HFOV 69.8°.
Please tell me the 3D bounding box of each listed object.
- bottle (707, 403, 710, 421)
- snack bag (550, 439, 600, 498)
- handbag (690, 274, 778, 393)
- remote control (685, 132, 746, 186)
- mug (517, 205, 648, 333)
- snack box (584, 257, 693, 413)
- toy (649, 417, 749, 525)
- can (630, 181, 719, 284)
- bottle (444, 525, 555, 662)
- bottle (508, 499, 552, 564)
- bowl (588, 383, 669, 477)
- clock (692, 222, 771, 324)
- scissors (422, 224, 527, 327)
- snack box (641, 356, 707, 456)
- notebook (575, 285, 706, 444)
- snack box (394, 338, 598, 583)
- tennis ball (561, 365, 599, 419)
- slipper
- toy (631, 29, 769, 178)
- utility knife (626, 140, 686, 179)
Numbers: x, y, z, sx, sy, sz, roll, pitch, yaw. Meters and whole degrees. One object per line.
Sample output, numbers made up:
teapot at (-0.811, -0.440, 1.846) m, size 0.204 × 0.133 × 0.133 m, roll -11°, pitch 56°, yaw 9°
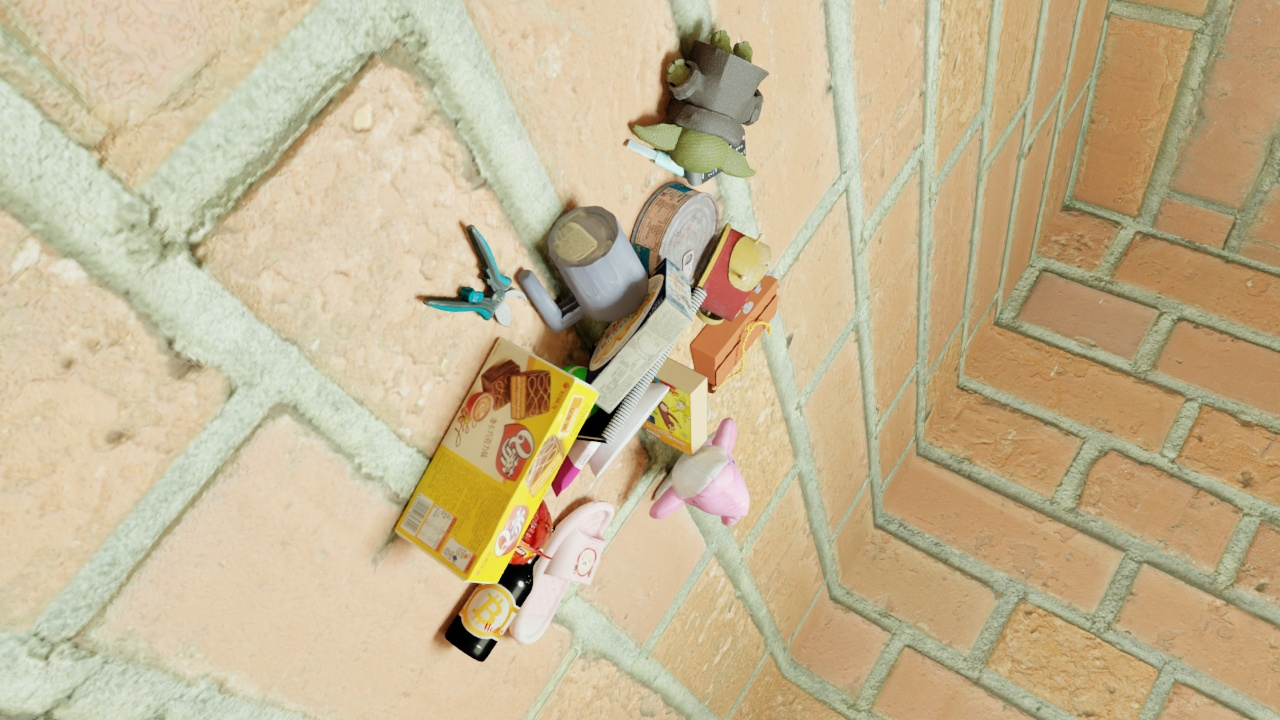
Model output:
bottle at (0.077, 0.065, 1.371) m, size 0.044 × 0.044 × 0.136 m, roll -54°, pitch 151°, yaw -16°
snack bag at (-0.048, 0.078, 1.114) m, size 0.196 × 0.016 × 0.070 m, roll -54°, pitch -163°, yaw -1°
handbag at (0.152, -0.039, 1.398) m, size 0.171 × 0.060 × 0.109 m, roll -50°, pitch 154°, yaw -24°
remote control at (0.098, -0.254, 1.142) m, size 0.146 × 0.015 × 0.033 m, roll -41°, pitch 133°, yaw -47°
mug at (-0.062, -0.092, 0.977) m, size 0.124 × 0.083 × 0.104 m, roll -32°, pitch 147°, yaw -1°
snack box at (-0.002, -0.031, 1.032) m, size 0.145 × 0.042 × 0.144 m, roll -49°, pitch -165°, yaw 19°
toy at (0.103, 0.185, 1.351) m, size 0.186 × 0.128 × 0.266 m, roll -46°, pitch -176°, yaw -4°
can at (0.043, -0.150, 1.126) m, size 0.129 × 0.044 × 0.130 m, roll -40°, pitch 145°, yaw -37°
bottle at (-0.164, 0.276, 1.126) m, size 0.181 × 0.059 × 0.059 m, roll -56°, pitch 151°, yaw -14°
bottle at (-0.152, 0.187, 1.032) m, size 0.099 × 0.099 × 0.111 m, roll -58°, pitch 149°, yaw -10°
bowl at (-0.025, 0.080, 1.184) m, size 0.149 × 0.043 × 0.149 m, roll -51°, pitch 176°, yaw -5°
clock at (0.120, -0.104, 1.222) m, size 0.116 × 0.081 × 0.159 m, roll -65°, pitch -177°, yaw -26°
scissors at (-0.153, -0.076, 0.885) m, size 0.154 × 0.019 × 0.125 m, roll -24°, pitch 135°, yaw -53°
snack box at (0.045, 0.060, 1.264) m, size 0.040 × 0.088 × 0.126 m, roll -44°, pitch 147°, yaw -33°
notebook at (-0.006, 0.006, 1.085) m, size 0.206 × 0.016 × 0.149 m, roll -57°, pitch -166°, yaw -13°
snack box at (-0.147, 0.104, 0.951) m, size 0.230 × 0.110 × 0.061 m, roll -62°, pitch 153°, yaw -3°
tennis ball at (-0.076, 0.038, 1.064) m, size 0.065 × 0.065 × 0.065 m, roll -40°, pitch 145°, yaw -37°
slipper at (-0.104, 0.286, 1.243) m, size 0.221 × 0.056 × 0.107 m, roll -58°, pitch 150°, yaw -7°
toy at (0.079, -0.287, 1.031) m, size 0.179 × 0.078 × 0.153 m, roll 11°, pitch 110°, yaw -37°
utility knife at (0.027, -0.232, 1.064) m, size 0.165 × 0.015 × 0.022 m, roll 4°, pitch 95°, yaw -58°
